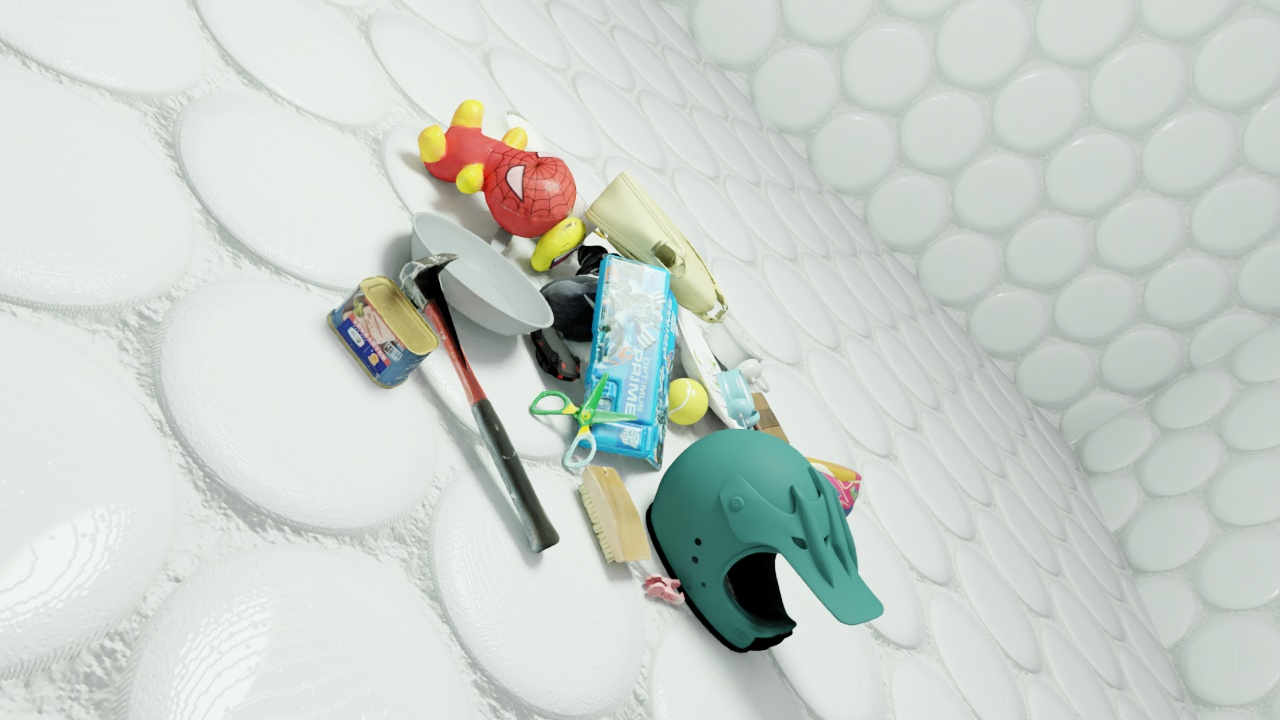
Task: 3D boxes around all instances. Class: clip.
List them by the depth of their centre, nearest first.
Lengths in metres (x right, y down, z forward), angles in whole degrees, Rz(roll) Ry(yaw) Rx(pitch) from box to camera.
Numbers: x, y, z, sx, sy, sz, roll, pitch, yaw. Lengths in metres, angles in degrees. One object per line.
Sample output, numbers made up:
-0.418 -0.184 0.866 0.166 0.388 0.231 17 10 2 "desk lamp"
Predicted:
0.029 0.259 1.026 0.060 0.023 0.044 11 44 -60 "clip"

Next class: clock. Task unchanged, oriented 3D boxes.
-0.115 -0.229 1.331 0.116 0.059 0.158 54 6 22 "clock"
0.142 0.065 1.334 0.087 0.042 0.123 41 30 -64 "clock"
0.168 -0.013 1.530 0.159 0.061 0.119 50 15 3 "clock"

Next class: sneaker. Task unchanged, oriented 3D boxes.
-0.065 -0.107 1.275 0.252 0.097 0.150 9 43 -55 "sneaker"
0.211 0.181 1.339 0.241 0.091 0.116 16 4 -17 "sneaker"

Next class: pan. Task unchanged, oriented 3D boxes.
-0.189 -0.126 1.144 0.200 0.051 0.356 38 14 -14 "pan"

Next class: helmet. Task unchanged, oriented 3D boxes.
0.145 0.205 1.071 0.176 0.201 0.274 -2 57 -58 "helmet"

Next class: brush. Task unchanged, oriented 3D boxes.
-0.032 0.174 1.018 0.049 0.039 0.117 13 44 -52 "brush"

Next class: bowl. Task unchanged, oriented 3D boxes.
-0.191 -0.327 1.393 0.176 0.058 0.176 37 30 -26 "bowl"

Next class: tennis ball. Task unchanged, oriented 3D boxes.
0.062 0.057 1.283 0.065 0.065 0.065 37 29 -25 "tennis ball"

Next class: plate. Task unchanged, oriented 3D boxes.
0.094 0.021 1.388 0.229 0.030 0.229 59 11 -20 "plate"

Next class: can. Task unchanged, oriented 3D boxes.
-0.254 -0.030 0.910 0.100 0.059 0.053 51 27 2 "can"

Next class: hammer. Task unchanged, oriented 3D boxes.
-0.161 0.040 0.928 0.036 0.141 0.326 -22 80 -29 "hammer"

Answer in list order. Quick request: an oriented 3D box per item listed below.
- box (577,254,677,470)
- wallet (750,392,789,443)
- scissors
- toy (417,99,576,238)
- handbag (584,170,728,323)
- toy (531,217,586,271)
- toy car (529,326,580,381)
0.007 0.005 1.153 0.170 0.070 0.243 25 65 -44 "box"
0.197 0.099 1.477 0.098 0.027 0.121 60 19 12 "wallet"
-0.065 0.070 1.064 0.125 0.011 0.130 3 71 -8 "scissors"
-0.182 -0.246 1.209 0.216 0.099 0.147 36 59 7 "toy"
0.027 -0.148 1.294 0.191 0.088 0.232 55 9 29 "handbag"
-0.113 -0.159 1.260 0.041 0.094 0.095 48 49 4 "toy"
-0.110 -0.009 1.136 0.042 0.036 0.091 13 35 -53 "toy car"
